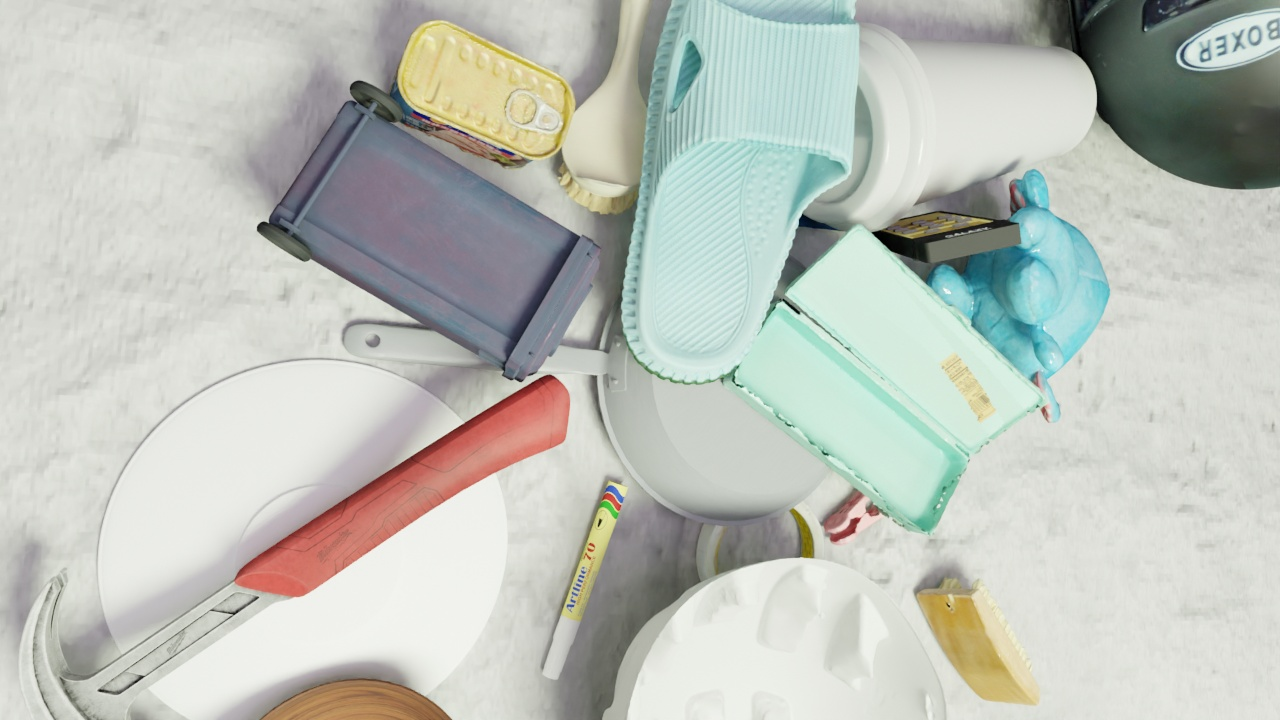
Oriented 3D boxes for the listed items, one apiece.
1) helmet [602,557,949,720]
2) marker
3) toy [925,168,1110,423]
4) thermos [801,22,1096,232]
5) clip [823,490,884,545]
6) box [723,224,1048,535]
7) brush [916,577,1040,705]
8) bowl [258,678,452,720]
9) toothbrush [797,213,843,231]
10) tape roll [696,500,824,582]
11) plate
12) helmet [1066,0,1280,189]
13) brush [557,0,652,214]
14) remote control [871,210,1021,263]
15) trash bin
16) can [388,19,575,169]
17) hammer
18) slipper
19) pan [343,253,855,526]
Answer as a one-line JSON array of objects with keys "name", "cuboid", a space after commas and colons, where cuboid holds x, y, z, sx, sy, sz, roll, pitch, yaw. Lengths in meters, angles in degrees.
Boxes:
[{"name": "helmet", "cuboid": [0.077, 0.258, 0.563, 0.223, 0.184, 0.282, -13, 104, -26]}, {"name": "marker", "cuboid": [-0.037, 0.144, 0.603, 0.014, 0.014, 0.132, 22, 85, -21]}, {"name": "toy", "cuboid": [0.260, -0.050, 0.638, 0.180, 0.115, 0.183, 15, 72, -59]}, {"name": "thermos", "cuboid": [0.209, -0.167, 0.633, 0.221, 0.132, 0.131, -15, 98, -28]}, {"name": "clip", "cuboid": [0.160, 0.109, 0.677, 0.060, 0.023, 0.044, -10, 92, -23]}, {"name": "box", "cuboid": [0.160, 0.016, 0.604, 0.187, 0.057, 0.138, 39, 90, -17]}, {"name": "brush", "cuboid": [0.265, 0.216, 0.711, 0.039, 0.049, 0.117, -44, 107, -38]}, {"name": "bowl", "cuboid": [-0.161, 0.261, 0.517, 0.147, 0.069, 0.147, 3, 63, -7]}, {"name": "toothbrush", "cuboid": [0.099, -0.101, 0.645, 0.189, 0.017, 0.016, 6, 90, -21]}, {"name": "tape roll", "cuboid": [0.085, 0.136, 0.649, 0.094, 0.019, 0.094, -1, 93, -21]}, {"name": "plate", "cuboid": [-0.186, 0.115, 0.533, 0.229, 0.030, 0.229, -1, 93, -22]}, {"name": "helmet", "cuboid": [0.422, -0.253, 0.627, 0.316, 0.250, 0.235, 30, 64, -40]}, {"name": "brush", "cuboid": [-0.001, -0.222, 0.547, 0.062, 0.077, 0.272, 8, 102, -17]}, {"name": "remote control", "cuboid": [0.190, -0.082, 0.593, 0.058, 0.133, 0.013, -12, 103, 0]}, {"name": "trash bin", "cuboid": [-0.108, -0.061, 0.507, 0.161, 0.092, 0.093, 30, 80, -6]}, {"name": "can", "cuboid": [-0.095, -0.152, 0.540, 0.099, 0.059, 0.054, 20, 85, -21]}, {"name": "hammer", "cuboid": [-0.173, 0.100, 0.496, 0.315, 0.036, 0.126, -34, 102, -10]}, {"name": "slipper", "cuboid": [0.056, -0.116, 0.523, 0.116, 0.069, 0.276, 12, 99, -9]}, {"name": "pan", "cuboid": [-0.004, 0.003, 0.591, 0.356, 0.051, 0.200, 6, 83, -23]}]
